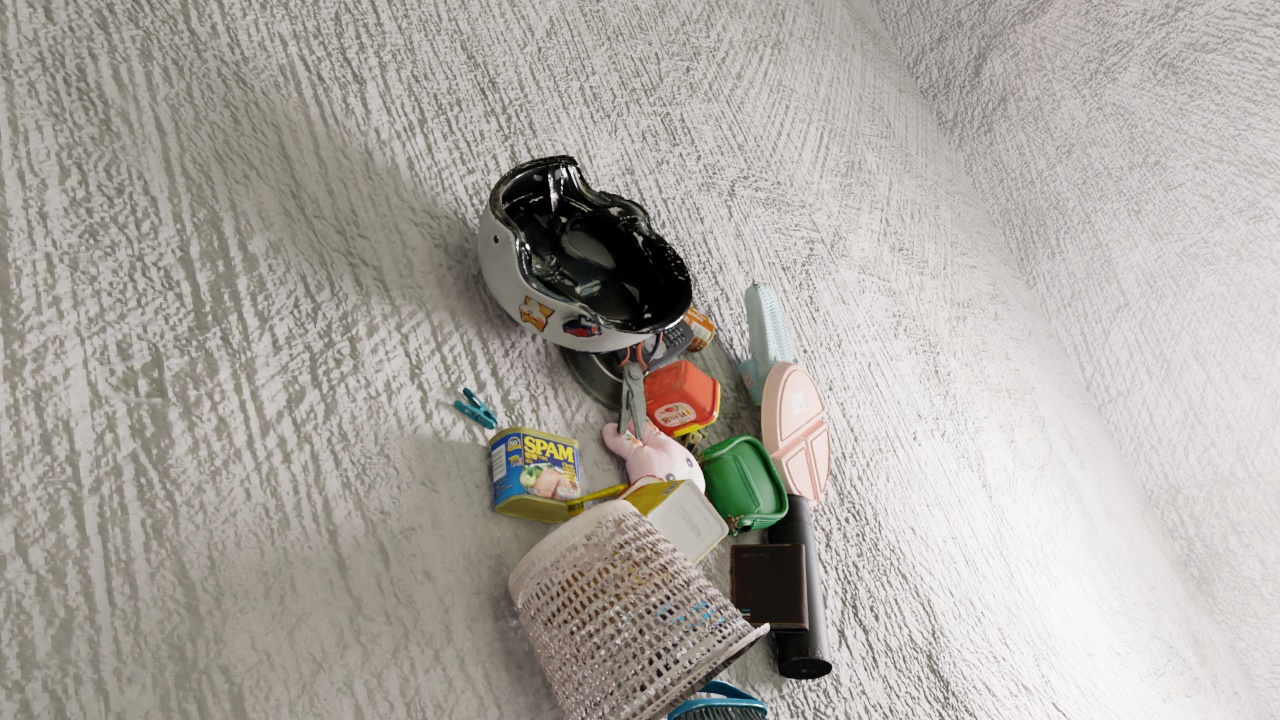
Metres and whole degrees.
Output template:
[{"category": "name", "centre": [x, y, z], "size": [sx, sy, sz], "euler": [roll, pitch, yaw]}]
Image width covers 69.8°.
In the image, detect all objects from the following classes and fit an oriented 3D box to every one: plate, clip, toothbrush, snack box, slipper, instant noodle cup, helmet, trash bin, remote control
[{"category": "plate", "centre": [-0.036, -0.013, 1.240], "size": [0.179, 0.024, 0.179], "euler": [29, 42, -30]}, {"category": "clip", "centre": [-0.183, 0.057, 1.026], "size": [0.055, 0.013, 0.038], "euler": [43, 38, -12]}, {"category": "toothbrush", "centre": [-0.046, 0.155, 1.036], "size": [0.190, 0.016, 0.016], "euler": [7, 74, -74]}, {"category": "snack box", "centre": [0.050, 0.048, 1.219], "size": [0.080, 0.091, 0.081], "euler": [45, 37, -33]}, {"category": "slipper", "centre": [0.192, 0.003, 1.434], "size": [0.103, 0.074, 0.245], "euler": [2, 77, -57]}, {"category": "instant noodle cup", "centre": [0.027, 0.191, 1.030], "size": [0.115, 0.124, 0.116], "euler": [-38, 92, -29]}, {"category": "helmet", "centre": [-0.087, -0.108, 1.141], "size": [0.274, 0.157, 0.229], "euler": [35, 45, -15]}, {"category": "trash bin", "centre": [-0.019, 0.254, 0.899], "size": [0.226, 0.228, 0.192], "euler": [-11, 57, -52]}, {"category": "plate", "centre": [0.238, 0.112, 1.370], "size": [0.229, 0.028, 0.229], "euler": [23, 62, -55]}, {"category": "remote control", "centre": [0.025, -0.020, 1.267], "size": [0.053, 0.024, 0.136], "euler": [50, 45, 7]}]

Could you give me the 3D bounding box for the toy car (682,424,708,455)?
[{"category": "toy car", "centre": [0.076, 0.092, 1.265], "size": [0.035, 0.042, 0.090], "euler": [24, 35, -3]}]

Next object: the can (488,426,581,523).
[{"category": "can", "centre": [-0.114, 0.127, 1.009], "size": [0.102, 0.057, 0.083], "euler": [18, 51, -38]}]

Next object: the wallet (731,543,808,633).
[{"category": "wallet", "centre": [0.164, 0.289, 1.175], "size": [0.096, 0.020, 0.122], "euler": [1, 47, 5]}]

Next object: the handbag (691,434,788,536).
[{"category": "handbag", "centre": [0.131, 0.169, 1.238], "size": [0.120, 0.068, 0.131], "euler": [-7, 67, -53]}]

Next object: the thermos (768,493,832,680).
[{"category": "thermos", "centre": [0.214, 0.301, 1.230], "size": [0.090, 0.069, 0.242], "euler": [50, 30, -40]}]

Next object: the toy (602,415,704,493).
[{"category": "toy", "centre": [0.019, 0.133, 1.160], "size": [0.159, 0.054, 0.121], "euler": [49, 35, 5]}]

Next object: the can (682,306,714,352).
[{"category": "can", "centre": [0.039, -0.067, 1.340], "size": [0.147, 0.058, 0.057], "euler": [31, 42, -29]}]

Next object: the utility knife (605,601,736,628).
[{"category": "utility knife", "centre": [0.038, 0.295, 1.073], "size": [0.216, 0.018, 0.034], "euler": [16, 41, -41]}]

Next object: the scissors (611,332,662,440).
[{"category": "scissors", "centre": [-0.020, 0.003, 1.194], "size": [0.204, 0.015, 0.202], "euler": [47, 48, 8]}]

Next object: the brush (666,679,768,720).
[{"category": "brush", "centre": [0.086, 0.391, 1.019], "size": [0.143, 0.055, 0.073], "euler": [19, 33, -38]}]
